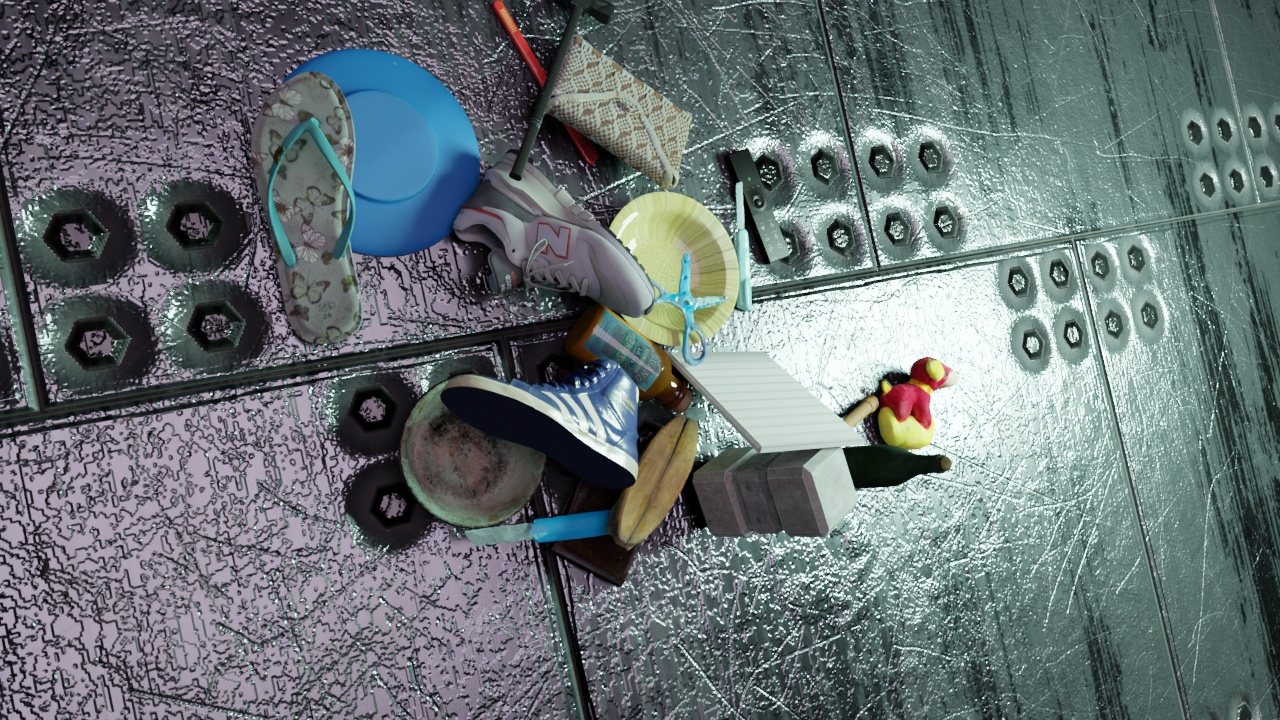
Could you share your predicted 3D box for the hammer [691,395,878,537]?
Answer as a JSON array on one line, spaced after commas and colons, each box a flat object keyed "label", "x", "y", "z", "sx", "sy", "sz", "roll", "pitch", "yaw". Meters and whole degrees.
[{"label": "hammer", "x": 0.220, "y": 0.107, "z": 1.124, "sx": 0.316, "sy": 0.163, "sz": 0.083, "roll": -29, "pitch": 104, "yaw": -46}]

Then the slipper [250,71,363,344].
[{"label": "slipper", "x": -0.325, "y": -0.150, "z": 0.890, "sx": 0.098, "sy": 0.055, "sz": 0.269, "roll": -4, "pitch": 91, "yaw": -9}]

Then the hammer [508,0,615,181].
[{"label": "hammer", "x": -0.103, "y": -0.312, "z": 1.001, "sx": 0.095, "sy": 0.015, "sz": 0.324, "roll": 21, "pitch": 53, "yaw": -13}]

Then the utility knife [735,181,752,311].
[{"label": "utility knife", "x": 0.130, "y": -0.145, "z": 1.163, "sx": 0.022, "sy": 0.015, "sz": 0.166, "roll": 0, "pitch": 88, "yaw": -27}]

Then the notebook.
[{"label": "notebook", "x": 0.138, "y": 0.041, "z": 1.053, "sx": 0.142, "sy": 0.209, "sz": 0.009, "roll": -1, "pitch": 119, "yaw": -28}]

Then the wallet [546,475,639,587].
[{"label": "wallet", "x": -0.040, "y": 0.177, "z": 1.024, "sx": 0.099, "sy": 0.031, "sz": 0.119, "roll": 32, "pitch": 67, "yaw": -22}]

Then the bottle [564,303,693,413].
[{"label": "bottle", "x": -0.006, "y": 0.006, "z": 1.043, "sx": 0.157, "sy": 0.068, "sz": 0.067, "roll": 36, "pitch": 68, "yaw": -19}]

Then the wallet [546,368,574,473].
[{"label": "wallet", "x": -0.058, "y": 0.073, "z": 1.023, "sx": 0.091, "sy": 0.018, "sz": 0.115, "roll": 21, "pitch": 56, "yaw": -24}]

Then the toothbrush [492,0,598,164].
[{"label": "toothbrush", "x": -0.109, "y": -0.323, "z": 1.064, "sx": 0.012, "sy": 0.018, "sz": 0.212, "roll": -37, "pitch": 100, "yaw": -27}]

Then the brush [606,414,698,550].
[{"label": "brush", "x": 0.015, "y": 0.134, "z": 1.023, "sx": 0.059, "sy": 0.043, "sz": 0.194, "roll": 36, "pitch": 47, "yaw": -5}]

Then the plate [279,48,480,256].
[{"label": "plate", "x": -0.272, "y": -0.221, "z": 0.958, "sx": 0.224, "sy": 0.024, "sz": 0.224, "roll": 4, "pitch": 81, "yaw": -28}]

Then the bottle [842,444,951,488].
[{"label": "bottle", "x": 0.313, "y": 0.130, "z": 1.134, "sx": 0.055, "sy": 0.174, "sz": 0.055, "roll": 4, "pitch": 81, "yaw": -28}]

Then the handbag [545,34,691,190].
[{"label": "handbag", "x": -0.021, "y": -0.290, "z": 1.074, "sx": 0.185, "sy": 0.047, "sz": 0.123, "roll": 29, "pitch": 50, "yaw": -21}]

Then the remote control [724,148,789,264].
[{"label": "remote control", "x": 0.151, "y": -0.199, "z": 1.187, "sx": 0.034, "sy": 0.013, "sz": 0.150, "roll": -24, "pitch": 94, "yaw": -29}]

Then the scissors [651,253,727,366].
[{"label": "scissors", "x": 0.047, "y": -0.058, "z": 1.072, "sx": 0.133, "sy": 0.011, "sz": 0.139, "roll": -7, "pitch": 87, "yaw": -30}]

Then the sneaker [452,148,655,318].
[{"label": "sneaker", "x": -0.104, "y": -0.109, "z": 0.983, "sx": 0.124, "sy": 0.089, "sz": 0.240, "roll": -41, "pitch": 79, "yaw": -20}]

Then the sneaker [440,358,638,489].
[{"label": "sneaker", "x": -0.085, "y": 0.031, "z": 0.942, "sx": 0.233, "sy": 0.092, "sz": 0.118, "roll": 31, "pitch": 52, "yaw": -29}]

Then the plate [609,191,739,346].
[{"label": "plate", "x": 0.031, "y": -0.106, "z": 1.097, "sx": 0.184, "sy": 0.036, "sz": 0.184, "roll": 4, "pitch": 81, "yaw": -28}]

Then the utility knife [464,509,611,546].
[{"label": "utility knife", "x": -0.081, "y": 0.175, "z": 0.975, "sx": 0.221, "sy": 0.015, "sz": 0.031, "roll": 0, "pitch": 76, "yaw": -33}]

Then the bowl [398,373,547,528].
[{"label": "bowl", "x": -0.177, "y": 0.095, "z": 0.955, "sx": 0.157, "sy": 0.039, "sz": 0.157, "roll": 4, "pitch": 81, "yaw": -28}]

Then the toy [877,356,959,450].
[{"label": "toy", "x": 0.368, "y": 0.055, "z": 1.246, "sx": 0.105, "sy": 0.067, "sz": 0.137, "roll": 32, "pitch": 82, "yaw": -18}]
